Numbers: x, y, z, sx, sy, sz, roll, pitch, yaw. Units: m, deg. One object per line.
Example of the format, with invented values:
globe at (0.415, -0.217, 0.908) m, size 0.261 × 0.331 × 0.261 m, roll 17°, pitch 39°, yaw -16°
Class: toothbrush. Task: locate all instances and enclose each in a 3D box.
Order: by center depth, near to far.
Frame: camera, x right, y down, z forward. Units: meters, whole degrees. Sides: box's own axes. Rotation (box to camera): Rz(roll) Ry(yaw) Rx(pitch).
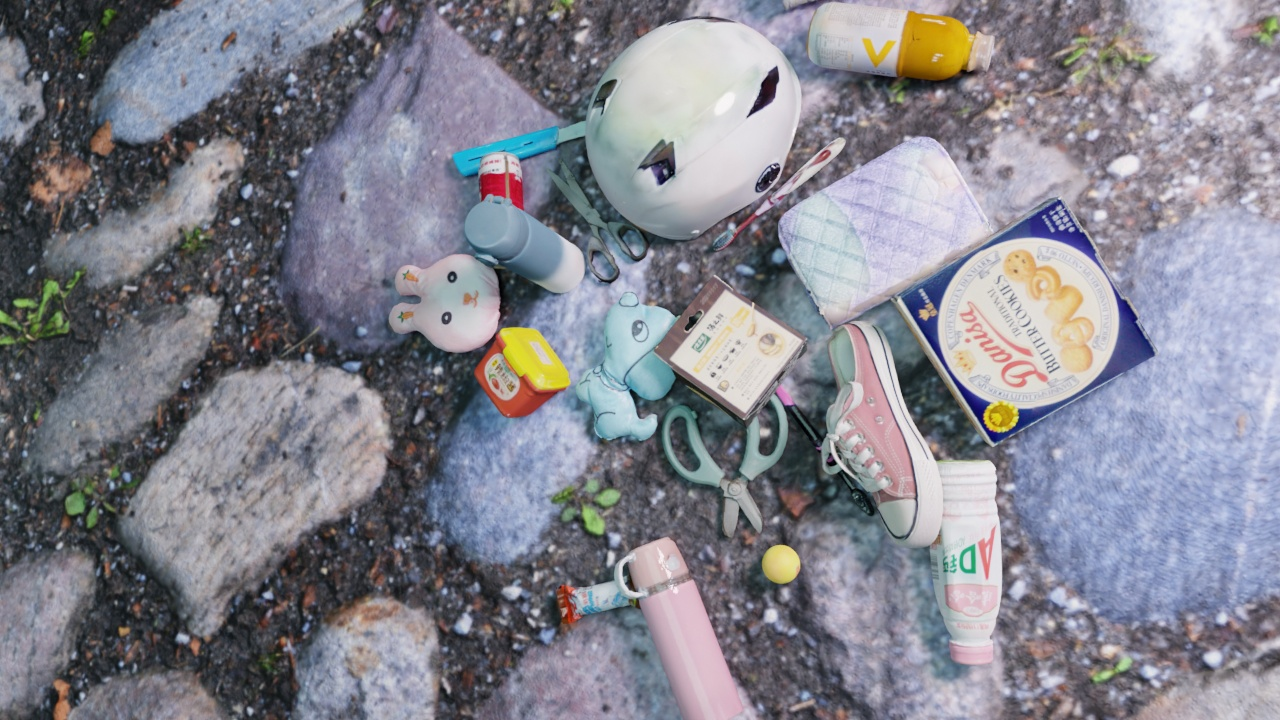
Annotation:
toothbrush at (0.192, 0.089, 0.992) m, size 0.014 × 0.017 × 0.189 m, roll -39°, pitch 73°, yaw 13°
toothbrush at (0.154, -0.187, 1.032) m, size 0.188 × 0.017 × 0.016 m, roll -40°, pitch 75°, yaw 11°

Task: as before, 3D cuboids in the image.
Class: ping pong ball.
ping pong ball at (0.150, 0.218, 0.980) m, size 0.040 × 0.040 × 0.040 m, roll -2°, pitch 84°, yaw 18°

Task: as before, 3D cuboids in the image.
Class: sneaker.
sneaker at (0.227, 0.076, 0.929) m, size 0.087 × 0.118 × 0.240 m, roll -7°, pitch 73°, yaw -22°

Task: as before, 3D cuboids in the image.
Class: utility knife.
utility knife at (-0.138, -0.268, 1.137) m, size 0.205 × 0.018 × 0.034 m, roll -13°, pitch 80°, yaw 15°

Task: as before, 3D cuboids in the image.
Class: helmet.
helmet at (0.047, -0.274, 1.008) m, size 0.259 × 0.145 × 0.229 m, roll -40°, pitch 74°, yaw 10°

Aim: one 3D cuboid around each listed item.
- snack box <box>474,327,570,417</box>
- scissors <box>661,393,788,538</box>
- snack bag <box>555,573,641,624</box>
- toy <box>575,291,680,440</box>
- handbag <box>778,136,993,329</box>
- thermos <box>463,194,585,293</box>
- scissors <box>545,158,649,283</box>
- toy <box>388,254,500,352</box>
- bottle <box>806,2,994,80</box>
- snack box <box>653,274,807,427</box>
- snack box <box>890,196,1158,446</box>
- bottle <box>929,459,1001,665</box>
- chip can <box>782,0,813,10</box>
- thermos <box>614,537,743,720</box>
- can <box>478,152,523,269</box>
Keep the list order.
snack box at (-0.141, 0.016, 1.080) m, size 0.080 × 0.081 × 0.091 m, roll -45°, pitch 72°, yaw 23°
scissors at (0.085, 0.109, 1.025) m, size 0.176 × 0.019 × 0.175 m, roll 10°, pitch 89°, yaw 18°
snack bag at (-0.044, 0.270, 1.046) m, size 0.104 × 0.026 × 0.048 m, roll -13°, pitch 93°, yaw 17°
toy at (-0.006, 0.006, 1.049) m, size 0.156 × 0.049 × 0.161 m, roll -27°, pitch 86°, yaw 13°
handbag at (0.253, -0.134, 0.965) m, size 0.194 × 0.075 × 0.134 m, roll -29°, pitch 76°, yaw 15°
thermos at (-0.125, -0.123, 1.011) m, size 0.070 × 0.220 × 0.070 m, roll -2°, pitch 84°, yaw 16°
scissors at (-0.052, -0.176, 1.103) m, size 0.151 × 0.014 × 0.170 m, roll 0°, pitch 80°, yaw 17°
toy at (-0.244, -0.071, 1.134) m, size 0.160 × 0.054 × 0.121 m, roll 3°, pitch 84°, yaw 23°
bottle at (0.276, -0.339, 0.981) m, size 0.190 × 0.068 × 0.068 m, roll 14°, pitch 89°, yaw 19°
snack box at (0.099, -0.010, 1.001) m, size 0.126 × 0.053 × 0.113 m, roll 36°, pitch 81°, yaw 20°
snack box at (0.375, -0.036, 0.903) m, size 0.183 × 0.045 × 0.178 m, roll -33°, pitch 94°, yaw 12°
bottle at (0.324, 0.199, 0.913) m, size 0.068 × 0.068 × 0.197 m, roll -4°, pitch 86°, yaw 18°
chip can at (0.257, -0.444, 0.997) m, size 0.215 × 0.071 × 0.071 m, roll -9°, pitch 82°, yaw 17°
thermos at (0.037, 0.294, 0.987) m, size 0.067 × 0.087 × 0.198 m, roll -35°, pitch 74°, yaw 49°
can at (-0.168, -0.182, 1.111) m, size 0.053 × 0.053 × 0.132 m, roll -10°, pitch 74°, yaw 17°
